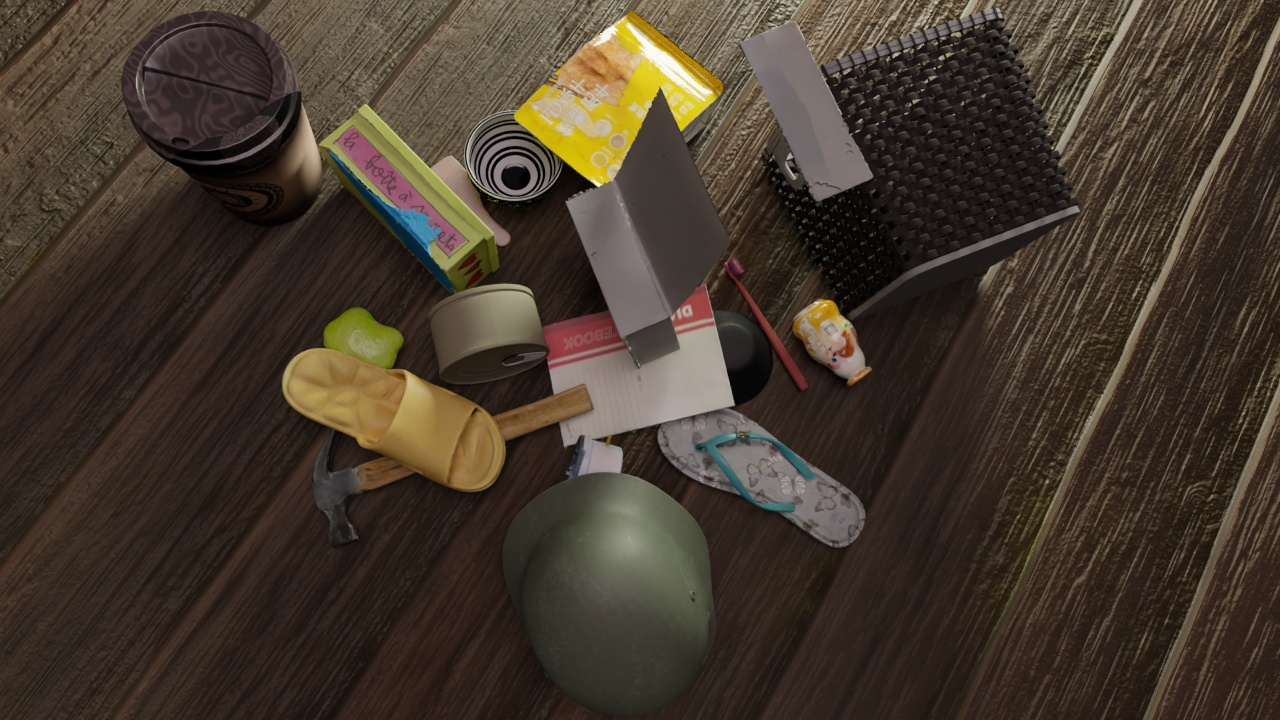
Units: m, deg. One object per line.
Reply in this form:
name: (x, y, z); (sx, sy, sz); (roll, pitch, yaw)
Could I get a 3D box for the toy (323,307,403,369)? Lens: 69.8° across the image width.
toy: (-0.340, -0.002, 1.077); (0.092, 0.043, 0.117); (33, 78, 1)

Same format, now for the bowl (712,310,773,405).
bowl: (0.106, -0.010, 1.113); (0.124, 0.052, 0.124); (1, 75, -5)

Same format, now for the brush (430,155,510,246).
brush: (-0.213, -0.194, 1.154); (0.049, 0.015, 0.135); (-42, 89, -14)

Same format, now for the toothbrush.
toothbrush: (0.159, -0.046, 1.145); (0.017, 0.016, 0.190); (-36, 78, 30)

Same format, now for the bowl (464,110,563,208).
bowl: (-0.156, -0.241, 1.142); (0.120, 0.066, 0.120); (1, 75, -5)

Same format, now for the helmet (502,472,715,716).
helmet: (-0.024, 0.269, 0.950); (0.227, 0.153, 0.268); (-30, 108, 6)

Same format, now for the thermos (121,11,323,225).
thermos: (-0.450, -0.255, 1.036); (0.172, 0.226, 0.172); (1, 75, -5)

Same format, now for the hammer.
hammer: (-0.215, 0.096, 1.060); (0.330, 0.033, 0.132); (-20, 76, -6)

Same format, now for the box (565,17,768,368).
box: (0.002, -0.128, 0.906); (0.108, 0.419, 0.166); (-20, 77, -11)

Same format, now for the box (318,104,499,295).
box: (-0.268, -0.182, 1.090); (0.221, 0.124, 0.079); (43, 78, 8)

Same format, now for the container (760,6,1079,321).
container: (0.325, -0.216, 1.091); (0.245, 0.248, 0.243); (-21, 82, -10)

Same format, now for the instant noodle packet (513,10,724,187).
instant noodle packet: (-0.028, -0.309, 1.140); (0.163, 0.084, 0.221); (41, 62, 4)

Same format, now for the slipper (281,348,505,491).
slipper: (-0.270, 0.057, 1.010); (0.263, 0.078, 0.099); (23, 72, 0)

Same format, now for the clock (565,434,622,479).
clock: (-0.059, 0.143, 1.045); (0.057, 0.083, 0.117); (14, 74, -8)

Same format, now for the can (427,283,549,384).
can: (-0.175, -0.029, 1.055); (0.127, 0.128, 0.073); (-14, 75, -9)

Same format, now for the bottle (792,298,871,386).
bottle: (0.236, -0.021, 1.123); (0.063, 0.063, 0.109); (-33, 81, -12)

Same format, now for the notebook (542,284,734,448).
notebook: (-0.006, 0.006, 1.092); (0.209, 0.012, 0.153); (-14, 79, 8)

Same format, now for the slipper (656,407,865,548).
slipper: (0.149, 0.128, 1.083); (0.269, 0.055, 0.098); (28, 72, 1)
